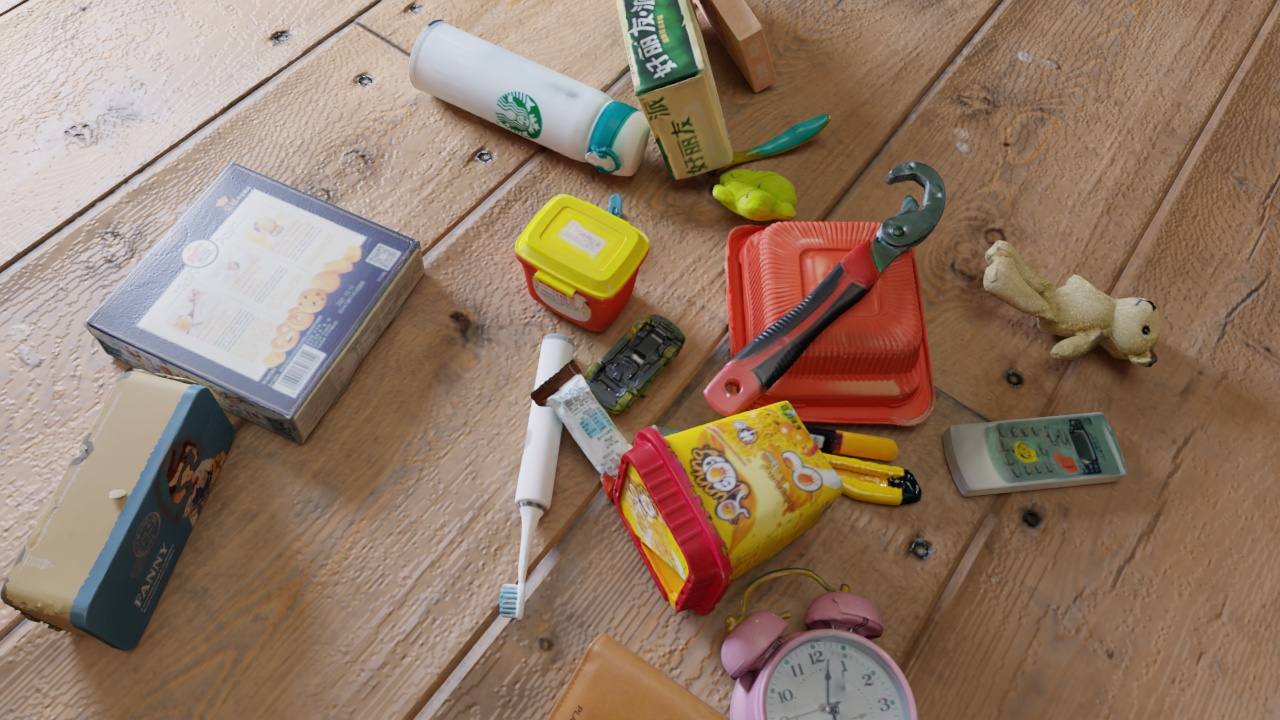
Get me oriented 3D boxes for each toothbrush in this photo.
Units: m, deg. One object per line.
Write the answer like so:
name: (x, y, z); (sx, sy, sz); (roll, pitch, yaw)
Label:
toothbrush: (-0.075, 0.080, 0.675); (0.026, 0.027, 0.220); (10, 60, -7)

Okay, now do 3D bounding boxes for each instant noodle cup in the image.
instant noodle cup: (0.152, -0.042, 0.734); (0.164, 0.079, 0.188); (-1, 65, -1)
instant noodle cup: (0.060, 0.094, 0.627); (0.123, 0.116, 0.116); (-22, 64, -18)

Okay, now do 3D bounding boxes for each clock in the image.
clock: (0.114, 0.212, 0.596); (0.117, 0.060, 0.158); (-11, 61, -12)

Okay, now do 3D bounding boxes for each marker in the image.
marker: (0.137, 0.060, 0.710); (0.124, 0.018, 0.015); (8, 21, 1)

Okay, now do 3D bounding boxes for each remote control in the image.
remote control: (0.306, 0.073, 0.715); (0.135, 0.019, 0.056); (-4, 61, -7)

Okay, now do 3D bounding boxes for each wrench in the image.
wrench: (0.145, -0.056, 0.687); (0.056, 0.016, 0.272); (38, 70, 16)

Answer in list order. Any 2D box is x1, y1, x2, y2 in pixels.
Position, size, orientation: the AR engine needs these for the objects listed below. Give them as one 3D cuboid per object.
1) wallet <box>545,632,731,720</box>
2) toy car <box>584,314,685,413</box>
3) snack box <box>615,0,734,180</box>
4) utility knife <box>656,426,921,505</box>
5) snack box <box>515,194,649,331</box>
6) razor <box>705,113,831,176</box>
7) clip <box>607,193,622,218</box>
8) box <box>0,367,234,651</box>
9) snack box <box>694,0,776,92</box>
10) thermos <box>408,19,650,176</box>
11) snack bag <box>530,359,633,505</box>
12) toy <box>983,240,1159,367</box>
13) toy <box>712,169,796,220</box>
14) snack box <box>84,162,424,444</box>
wallet: (-0.001, 0.247, 0.559); (0.132, 0.031, 0.107); (27, 78, 29)
toy car: (-0.004, 0.004, 0.717); (0.043, 0.036, 0.091); (39, 65, 15)
snack box: (0.024, -0.289, 0.828); (0.063, 0.114, 0.239); (-17, 58, 10)
utility knife: (0.107, 0.078, 0.697); (0.217, 0.015, 0.033); (11, 57, 2)
snack box: (-0.048, -0.073, 0.733); (0.091, 0.080, 0.081); (29, 61, 11)
razor: (0.116, -0.202, 0.849); (0.132, 0.028, 0.043); (-20, 51, -9)
clip: (-0.024, -0.115, 0.794); (0.014, 0.041, 0.056); (8, 66, 1)
box: (-0.339, 0.102, 0.605); (0.060, 0.090, 0.184); (11, 62, 0)
snack box: (0.080, -0.343, 0.894); (0.026, 0.084, 0.157); (-29, 64, 7)
thermos: (-0.097, -0.232, 0.827); (0.224, 0.073, 0.073); (26, 61, 9)
snack bag: (-0.034, 0.053, 0.679); (0.048, 0.026, 0.104); (-40, 90, -22)
toy: (0.356, -0.049, 0.762); (0.157, 0.066, 0.104); (27, 44, 2)
toy: (0.102, -0.143, 0.796); (0.097, 0.031, 0.099); (31, 31, 32)
snack box: (-0.293, -0.051, 0.719); (0.182, 0.046, 0.177); (23, 61, 8)
